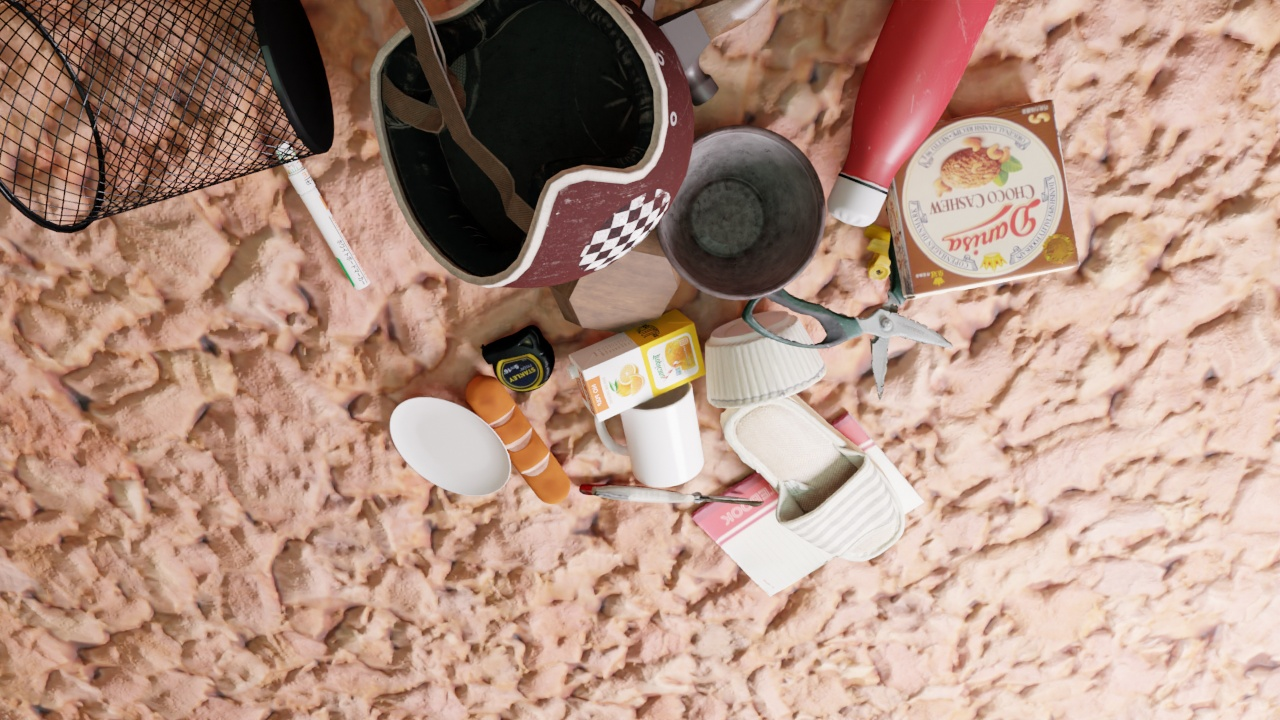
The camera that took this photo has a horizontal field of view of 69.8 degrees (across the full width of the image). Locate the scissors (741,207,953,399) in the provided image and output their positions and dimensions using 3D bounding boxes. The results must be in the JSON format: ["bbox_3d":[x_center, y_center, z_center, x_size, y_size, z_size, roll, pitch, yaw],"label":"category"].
[{"bbox_3d":[0.200,-0.072,0.822,0.201,0.015,0.205,15,87,-12],"label":"scissors"}]

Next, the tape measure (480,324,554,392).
[{"bbox_3d":[-0.114,0.000,0.897,0.062,0.034,0.061,-20,114,19],"label":"tape measure"}]

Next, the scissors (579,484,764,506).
[{"bbox_3d":[0.019,0.138,0.941,0.199,0.179,0.015,0,82,28],"label":"scissors"}]

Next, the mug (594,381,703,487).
[{"bbox_3d":[0.004,0.067,0.923,0.111,0.073,0.091,4,122,26],"label":"mug"}]

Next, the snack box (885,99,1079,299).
[{"bbox_3d":[0.290,-0.137,0.794,0.143,0.041,0.147,-10,92,3],"label":"snack box"}]

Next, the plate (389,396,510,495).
[{"bbox_3d":[-0.192,0.086,0.936,0.135,0.011,0.135,12,131,14],"label":"plate"}]

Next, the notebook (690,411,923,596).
[{"bbox_3d":[0.182,0.162,1.005,0.209,0.012,0.153,-37,113,17],"label":"notebook"}]

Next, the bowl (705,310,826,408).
[{"bbox_3d":[0.111,-0.006,0.862,0.115,0.115,0.062,-16,103,7],"label":"bowl"}]

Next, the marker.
[{"bbox_3d":[-0.288,-0.129,0.831,0.017,0.017,0.145,-19,118,9],"label":"marker"}]

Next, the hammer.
[{"bbox_3d":[0.144,-0.328,0.725,0.323,0.033,0.115,-28,118,13],"label":"hammer"}]

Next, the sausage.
[{"bbox_3d":[-0.125,0.080,0.935,0.039,0.044,0.164,-37,116,-11],"label":"sausage"}]

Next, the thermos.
[{"bbox_3d":[0.215,-0.223,0.736,0.073,0.073,0.240,19,105,-11],"label":"thermos"}]

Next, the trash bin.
[{"bbox_3d":[-0.363,-0.210,0.701,0.210,0.184,0.184,-12,118,-1],"label":"trash bin"}]

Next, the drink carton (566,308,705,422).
[{"bbox_3d":[-0.005,0.005,0.874,0.122,0.040,0.059,-24,121,-13],"label":"drink carton"}]

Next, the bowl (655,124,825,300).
[{"bbox_3d":[0.081,-0.126,0.799,0.145,0.067,0.145,0,95,-5],"label":"bowl"}]

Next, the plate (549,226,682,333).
[{"bbox_3d":[-0.018,-0.070,0.836,0.131,0.025,0.131,-10,139,-10],"label":"plate"}]

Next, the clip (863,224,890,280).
[{"bbox_3d":[0.230,-0.097,0.856,0.054,0.046,0.048,15,92,-11],"label":"clip"}]

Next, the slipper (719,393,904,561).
[{"bbox_3d":[0.183,0.124,0.940,0.114,0.054,0.272,-37,119,12],"label":"slipper"}]

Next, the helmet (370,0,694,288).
[{"bbox_3d":[-0.088,-0.175,0.682,0.233,0.252,0.234,43,140,20],"label":"helmet"}]
